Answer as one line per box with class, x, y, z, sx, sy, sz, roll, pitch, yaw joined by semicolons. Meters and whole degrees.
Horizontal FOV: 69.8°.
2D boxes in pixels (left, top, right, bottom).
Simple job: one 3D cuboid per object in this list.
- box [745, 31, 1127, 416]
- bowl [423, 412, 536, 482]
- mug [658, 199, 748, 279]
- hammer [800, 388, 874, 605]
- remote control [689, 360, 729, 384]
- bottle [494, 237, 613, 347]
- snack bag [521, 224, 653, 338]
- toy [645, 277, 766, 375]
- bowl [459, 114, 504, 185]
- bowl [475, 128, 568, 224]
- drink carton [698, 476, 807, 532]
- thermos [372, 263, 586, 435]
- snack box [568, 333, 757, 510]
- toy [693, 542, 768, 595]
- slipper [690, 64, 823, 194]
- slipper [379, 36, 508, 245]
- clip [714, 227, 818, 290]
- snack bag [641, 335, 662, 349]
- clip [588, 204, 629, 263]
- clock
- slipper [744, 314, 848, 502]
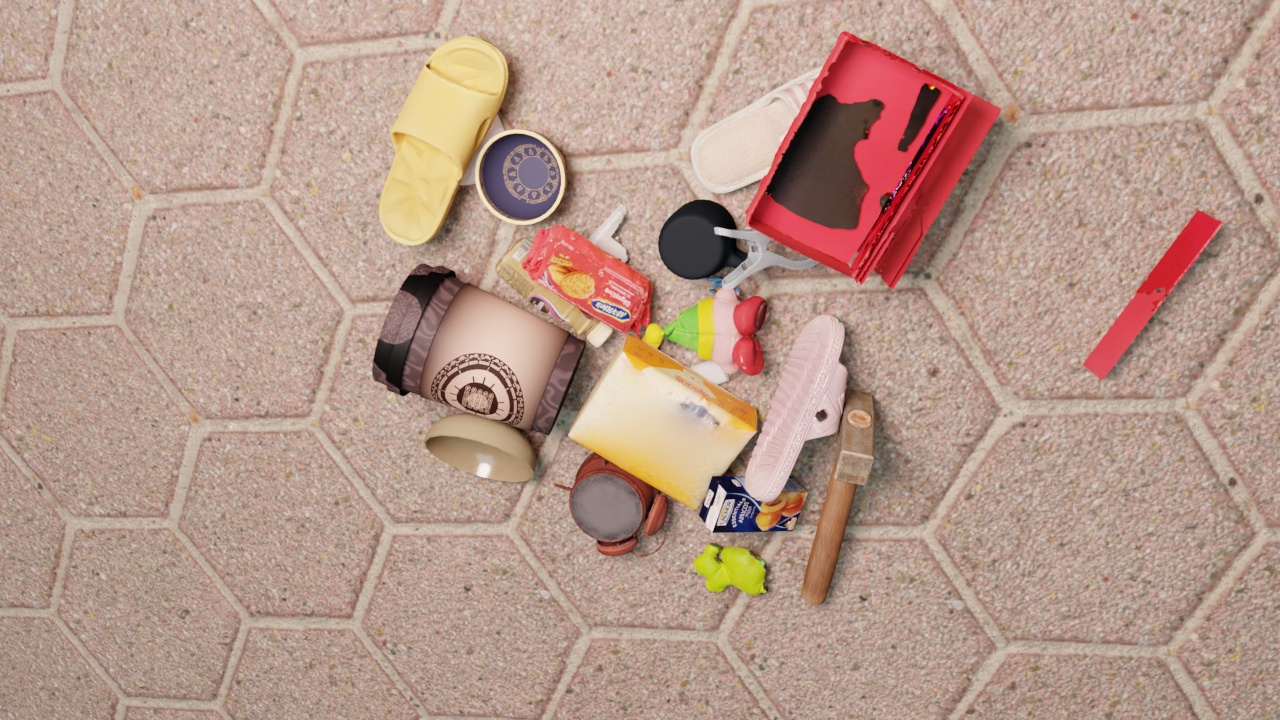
box;0.222;-0.145;0.824;0.198;0.350;0.217;25;115;-6
bowl;-0.208;0.109;1.223;0.152;0.050;0.152;13;154;6
mug;0.083;-0.134;1.083;0.121;0.094;0.085;26;111;4
hammer;0.243;0.189;1.150;0.037;0.157;0.301;11;122;9
remote control;0.049;0.033;1.188;0.131;0.012;0.033;-21;102;18
bottle;-0.105;-0.082;1.162;0.166;0.059;0.060;41;111;-4
snack bag;-0.057;-0.100;1.113;0.176;0.082;0.082;29;113;-21
toy;0.083;-0.044;1.120;0.132;0.096;0.124;11;108;34
bowl;-0.229;-0.272;1.133;0.115;0.050;0.115;4;108;11
bowl;-0.138;-0.226;1.121;0.112;0.061;0.112;4;108;11
drink carton;0.143;0.181;1.164;0.130;0.040;0.064;5;113;-29
thermos;-0.197;-0.006;1.156;0.226;0.172;0.173;22;111;-2
snack box;0.028;0.081;1.159;0.195;0.080;0.145;31;114;-6
toy;0.125;0.284;1.241;0.094;0.036;0.094;-35;91;25
slipper;0.181;-0.262;1.043;0.263;0.052;0.115;-19;101;16
slipper;-0.245;-0.253;1.073;0.099;0.078;0.264;29;112;5
clip;0.154;-0.152;1.047;0.162;0.028;0.112;-21;110;-24
snack bag;-0.007;0.007;1.189;0.026;0.020;0.099;34;112;-1
clip;-0.045;-0.141;1.143;0.102;0.056;0.056;-44;70;22
clock;-0.028;0.193;1.225;0.121;0.072;0.157;-39;95;21
slipper;0.201;0.063;1.103;0.064;0.094;0.239;22;93;-17
